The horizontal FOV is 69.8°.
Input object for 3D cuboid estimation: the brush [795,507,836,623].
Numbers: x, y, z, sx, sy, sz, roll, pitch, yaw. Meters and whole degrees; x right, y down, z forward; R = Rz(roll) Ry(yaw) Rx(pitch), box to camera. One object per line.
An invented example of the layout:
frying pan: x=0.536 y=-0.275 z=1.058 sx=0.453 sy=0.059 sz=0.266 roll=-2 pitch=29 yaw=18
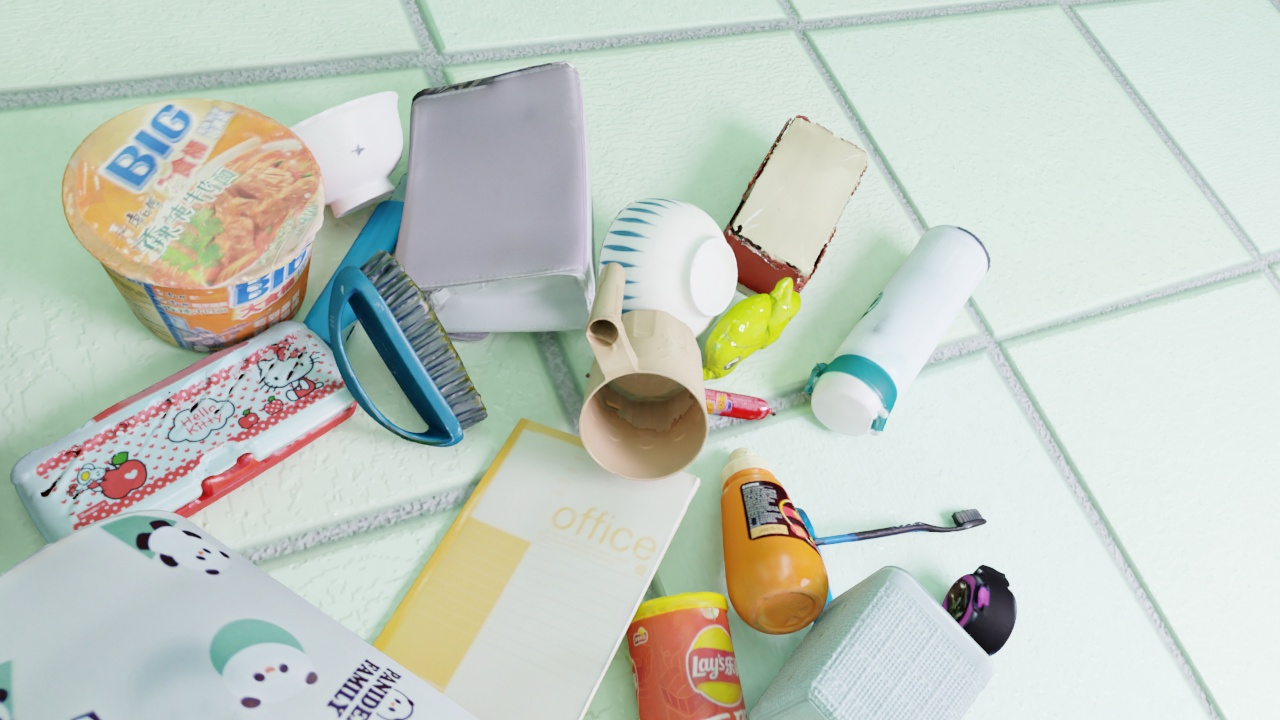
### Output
brush: x=0.126 y=0.250 z=0.604 sx=0.109 sy=0.061 sz=0.314 roll=-9 pitch=63 yaw=-28

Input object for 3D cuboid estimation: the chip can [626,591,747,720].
chip can: x=0.039 y=0.257 z=0.559 sx=0.073 sy=0.073 sz=0.216 roll=-1 pitch=64 yaw=-18

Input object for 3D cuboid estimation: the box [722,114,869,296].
box: x=0.135 y=-0.135 z=0.801 sx=0.091 sy=0.077 sz=0.167 roll=30 pitch=58 yaw=1

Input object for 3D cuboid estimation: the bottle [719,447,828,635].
bottle: x=0.085 y=0.116 z=0.644 sx=0.066 sy=0.067 sz=0.149 roll=8 pitch=36 yaw=-13

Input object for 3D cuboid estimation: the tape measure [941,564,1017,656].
tape measure: x=0.244 y=0.184 z=0.670 sx=0.039 sy=0.057 sz=0.057 roll=25 pitch=35 yaw=-1

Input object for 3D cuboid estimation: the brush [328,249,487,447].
brush: x=-0.163 y=0.002 z=0.615 sx=0.073 sy=0.055 sz=0.144 roll=-38 pitch=118 yaw=-23

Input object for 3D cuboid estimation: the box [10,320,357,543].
box: x=-0.285 y=0.046 z=0.588 sx=0.200 sy=0.048 sz=0.087 roll=-35 pitch=76 yaw=-29

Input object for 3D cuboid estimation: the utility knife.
utility knife: x=-0.205 y=-0.084 z=0.702 sx=0.034 sy=0.018 sz=0.185 roll=18 pitch=56 yaw=1

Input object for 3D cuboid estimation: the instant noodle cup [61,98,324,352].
instant noodle cup: x=-0.290 y=-0.082 z=0.619 sx=0.151 sy=0.112 sz=0.151 roll=8 pitch=60 yaw=-14

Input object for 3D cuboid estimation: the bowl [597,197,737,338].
bowl: x=0.030 y=-0.066 z=0.700 sx=0.116 sy=0.066 sz=0.116 roll=-11 pitch=105 yaw=-46

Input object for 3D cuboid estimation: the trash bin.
trash bin: x=-0.194 y=0.216 z=0.427 sx=0.252 sy=0.230 sz=0.228 roll=35 pitch=58 yaw=10

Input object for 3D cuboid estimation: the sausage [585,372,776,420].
sausage: x=0.033 y=0.028 z=0.714 sx=0.155 sy=0.020 sz=0.020 roll=11 pitch=59 yaw=-11

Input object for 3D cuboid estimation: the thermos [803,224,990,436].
thermos: x=0.217 y=-0.027 z=0.775 sx=0.073 sy=0.073 sz=0.223 roll=39 pitch=58 yaw=6

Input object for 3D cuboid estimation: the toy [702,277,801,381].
toy: x=0.086 y=-0.025 z=0.727 sx=0.031 sy=0.097 sz=0.100 roll=41 pitch=27 yaw=25

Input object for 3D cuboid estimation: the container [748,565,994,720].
container: x=0.135 y=0.202 z=0.554 sx=0.090 sy=0.090 sz=0.111 roll=47 pitch=51 yaw=11

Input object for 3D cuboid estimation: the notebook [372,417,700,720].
notebook: x=-0.067 y=0.137 z=0.595 sx=0.146 sy=0.010 sz=0.205 roll=17 pitch=55 yaw=21

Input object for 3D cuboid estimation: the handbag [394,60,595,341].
handbag: x=-0.109 y=-0.120 z=0.704 sx=0.145 sy=0.099 sz=0.196 roll=-3 pitch=63 yaw=-1

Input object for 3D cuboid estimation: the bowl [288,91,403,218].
bowl: x=-0.222 y=-0.147 z=0.692 sx=0.118 sy=0.118 sz=0.065 roll=-33 pitch=104 yaw=-29

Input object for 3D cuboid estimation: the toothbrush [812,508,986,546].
toothbrush: x=0.194 y=0.128 z=0.695 sx=0.189 sy=0.014 sz=0.016 roll=0 pitch=61 yaw=-29

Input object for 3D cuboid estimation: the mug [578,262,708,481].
mug: x=-0.004 y=0.004 z=0.626 sx=0.084 sy=0.125 sz=0.103 roll=-18 pitch=25 yaw=11
